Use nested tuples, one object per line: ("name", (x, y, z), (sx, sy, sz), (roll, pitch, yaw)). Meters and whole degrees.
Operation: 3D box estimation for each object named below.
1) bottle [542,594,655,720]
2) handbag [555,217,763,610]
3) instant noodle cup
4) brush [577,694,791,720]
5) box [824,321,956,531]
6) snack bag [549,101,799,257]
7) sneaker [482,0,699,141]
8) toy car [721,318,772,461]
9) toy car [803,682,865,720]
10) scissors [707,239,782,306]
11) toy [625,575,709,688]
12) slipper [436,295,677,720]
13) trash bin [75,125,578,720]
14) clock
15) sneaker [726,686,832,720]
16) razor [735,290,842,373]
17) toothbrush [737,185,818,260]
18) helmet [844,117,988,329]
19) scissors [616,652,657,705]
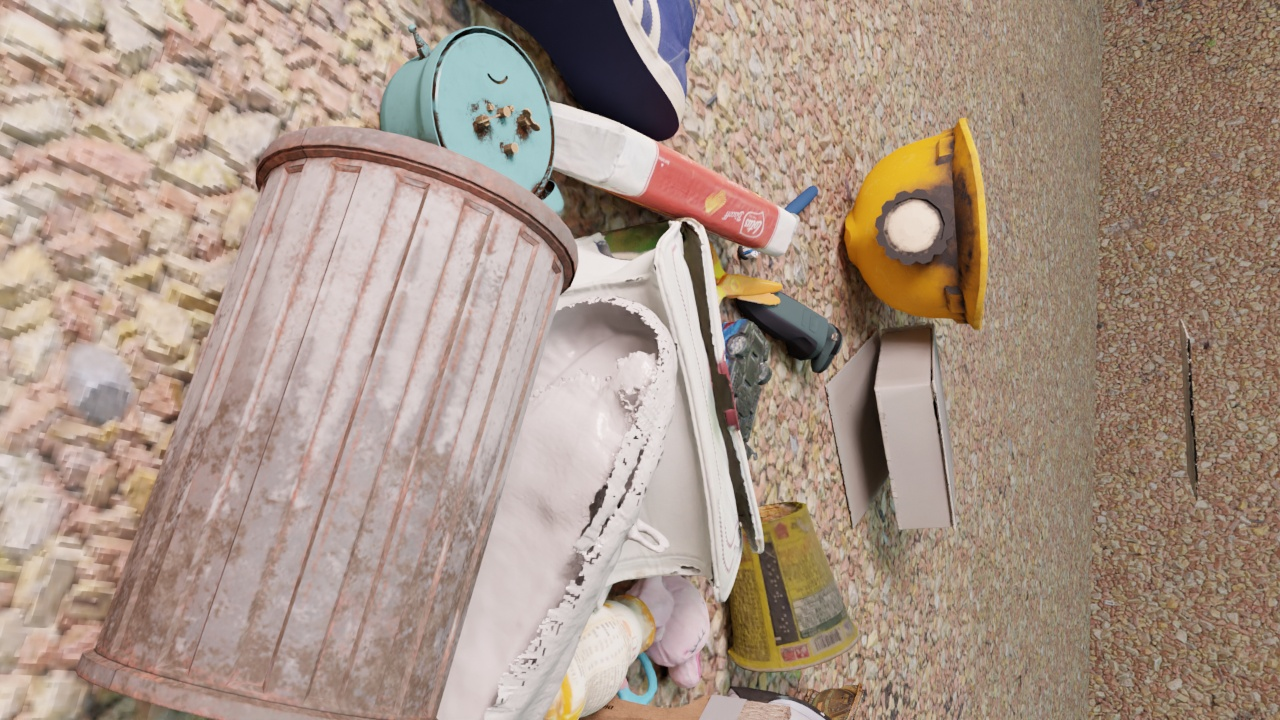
("bottle", (-0.035, 0.163, 0.511), (0.108, 0.063, 0.063), (-8, 95, -56))
("handbag", (0.010, 0.025, 0.521), (0.141, 0.096, 0.198), (-50, 130, -69))
("instant noodle cup", (0.105, 0.170, 0.703), (0.102, 0.102, 0.108), (-14, 91, -56))
("brush", (0.007, 0.196, 0.500), (0.045, 0.143, 0.008), (-40, 123, -59))
("box", (0.158, 0.070, 1.036), (0.171, 0.405, 0.169), (-38, 119, -51))
("snack bag", (0.021, -0.112, 0.594), (0.225, 0.077, 0.041), (12, 102, -56))
("sneaker", (-0.029, -0.238, 0.509), (0.233, 0.092, 0.118), (36, 64, -50))
("toy car", (0.064, 0.028, 0.680), (0.056, 0.044, 0.120), (46, 50, -45))
("toy car", (0.163, 0.322, 0.817), (0.047, 0.047, 0.112), (-48, 156, -45))
("scissors", (0.068, -0.052, 0.695), (0.130, 0.013, 0.070), (13, 81, -41))
("toy", (0.025, 0.176, 0.612), (0.110, 0.047, 0.063), (64, 21, -53))
("slipper", (-0.049, 0.087, 0.427), (0.247, 0.112, 0.074), (-67, 166, 4))
("trash bin", (-0.107, 0.022, 0.351), (0.130, 0.131, 0.210), (36, 61, -50))
("clock", (-0.082, -0.102, 0.460), (0.089, 0.053, 0.124), (-19, 105, -54))
("sneaker", (0.114, 0.353, 0.703), (0.240, 0.089, 0.124), (59, 41, -41))
("razor", (0.125, -0.032, 0.779), (0.142, 0.052, 0.047), (27, 68, -42))
("toothbrush", (0.124, -0.124, 0.804), (0.167, 0.014, 0.014), (-42, 112, -48))
("helmet", (0.273, -0.128, 0.918), (0.255, 0.131, 0.205), (-18, 102, -69))
("scissors", (-0.020, 0.218, 0.526), (0.135, 0.135, 0.015), (2, 122, -19))
